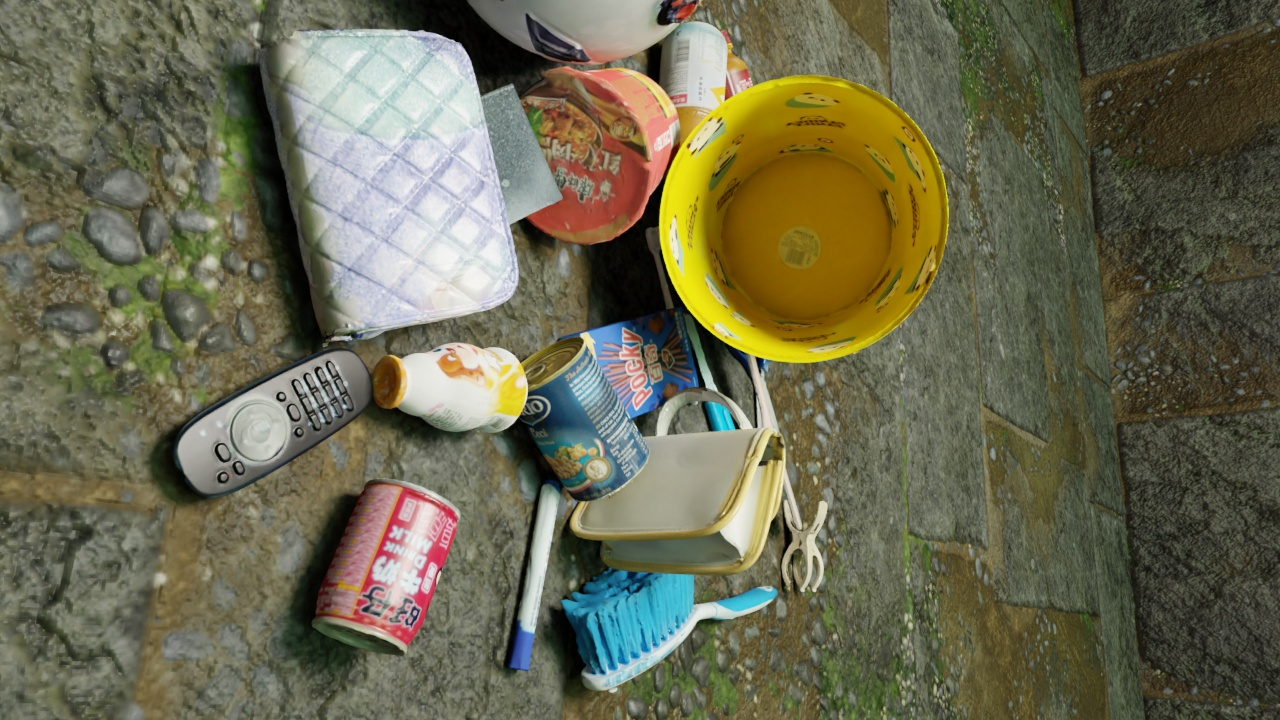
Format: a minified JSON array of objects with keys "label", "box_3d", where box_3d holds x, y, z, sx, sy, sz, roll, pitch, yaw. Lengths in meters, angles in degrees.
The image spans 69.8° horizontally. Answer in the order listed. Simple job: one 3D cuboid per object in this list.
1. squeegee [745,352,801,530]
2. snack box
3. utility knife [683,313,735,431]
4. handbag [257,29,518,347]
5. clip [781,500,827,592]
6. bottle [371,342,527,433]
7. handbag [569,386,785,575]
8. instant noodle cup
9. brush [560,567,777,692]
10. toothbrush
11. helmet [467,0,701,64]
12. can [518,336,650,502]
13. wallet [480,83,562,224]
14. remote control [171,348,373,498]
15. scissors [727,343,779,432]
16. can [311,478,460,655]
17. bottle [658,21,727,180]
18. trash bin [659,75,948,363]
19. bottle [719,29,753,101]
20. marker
[{"label":"squeegee","box_3d":[0.073,0.111,0.871,0.248,0.040,0.248,-32,111,-41]},{"label":"snack box","box_3d":[-0.005,0.005,0.831,0.156,0.026,0.084,-18,98,-52]},{"label":"utility knife","box_3d":[0.082,0.061,0.936,0.034,0.018,0.238,-33,107,-49]},{"label":"handbag","box_3d":[-0.165,-0.115,0.610,0.134,0.076,0.194,-13,91,-35]},{"label":"clip","box_3d":[0.178,0.203,1.007,0.034,0.071,0.100,13,78,-48]},{"label":"bottle","box_3d":[-0.132,0.019,0.639,0.108,0.063,0.063,7,76,-50]},{"label":"handbag","box_3d":[0.044,0.092,0.762,0.063,0.164,0.178,55,45,-31]},{"label":"instant noodle cup","box_3d":[-0.034,-0.176,0.759,0.108,0.138,0.138,-48,119,-56]},{"label":"brush","box_3d":[0.043,0.216,0.829,0.313,0.061,0.109,-16,100,-54]},{"label":"toothbrush","box_3d":[0.034,-0.044,0.901,0.016,0.016,0.180,-19,97,-49]},{"label":"helmet","box_3d":[-0.055,-0.324,0.728,0.230,0.157,0.273,36,45,0]},{"label":"can","box_3d":[-0.049,0.047,0.722,0.111,0.075,0.075,60,42,-20]},{"label":"wallet","box_3d":[-0.126,-0.142,0.689,0.120,0.019,0.097,-31,107,-25]},{"label":"remote control","box_3d":[-0.220,0.035,0.555,0.136,0.024,0.053,-37,113,-47]},{"label":"scissors","box_3d":[0.132,0.011,1.016,0.162,0.012,0.163,54,46,-31]},{"label":"can","box_3d":[-0.159,0.130,0.576,0.066,0.067,0.093,42,51,-38]},{"label":"bottle","box_3d":[0.049,-0.244,0.923,0.068,0.068,0.189,20,69,-48]},{"label":"trash bin","box_3d":[0.151,-0.123,0.858,0.255,0.230,0.229,-25,103,-78]},{"label":"bottle","box_3d":[0.103,-0.269,1.005,0.057,0.058,0.175,-35,109,-49]},{"label":"marker","box_3d":[-0.081,0.163,0.708,0.017,0.017,0.145,32,58,-43]}]
